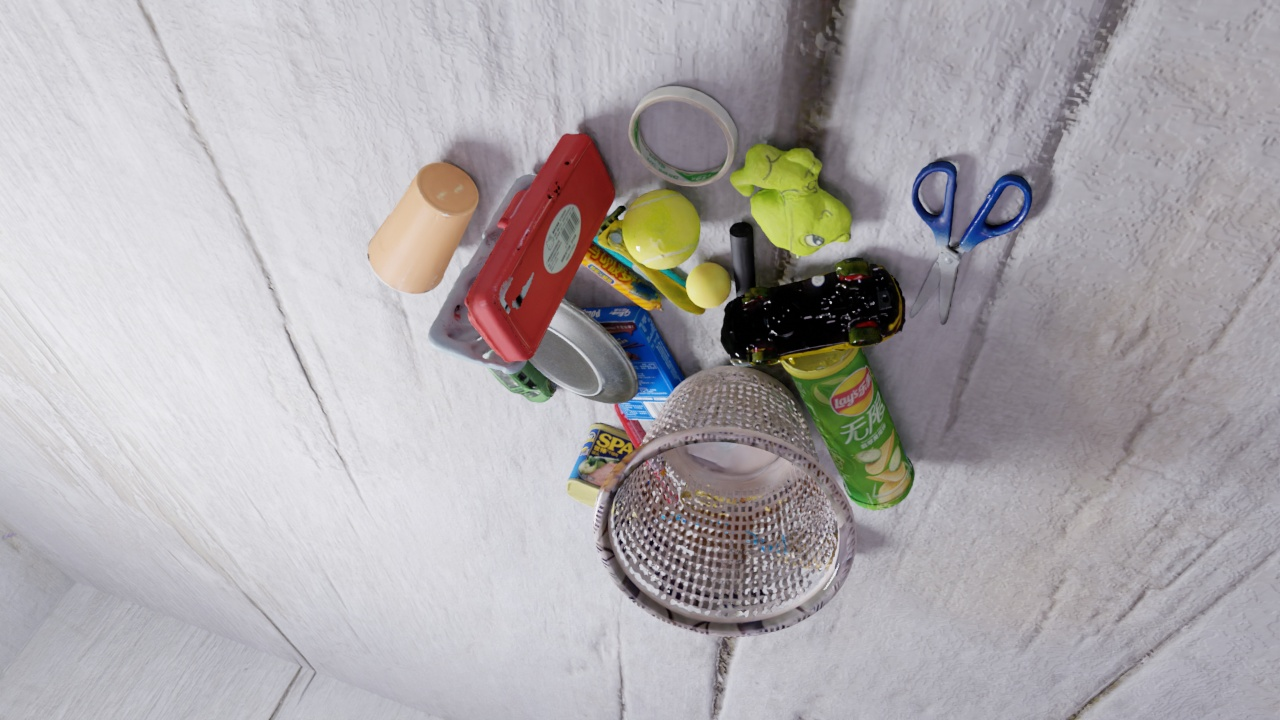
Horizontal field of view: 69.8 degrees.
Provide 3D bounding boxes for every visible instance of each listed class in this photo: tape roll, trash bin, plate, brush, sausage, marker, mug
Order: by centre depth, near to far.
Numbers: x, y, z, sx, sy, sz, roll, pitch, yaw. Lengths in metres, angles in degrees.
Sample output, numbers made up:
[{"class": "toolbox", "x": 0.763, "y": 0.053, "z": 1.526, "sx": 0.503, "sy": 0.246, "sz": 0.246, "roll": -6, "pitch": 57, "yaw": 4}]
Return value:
[{"class": "tape roll", "x": 0.033, "y": -0.172, "z": 0.712, "sx": 0.086, "sy": 0.013, "sz": 0.086, "roll": 15, "pitch": 144, "yaw": 11}, {"class": "marker", "x": 0.093, "y": -0.067, "z": 0.809, "sx": 0.020, "sy": 0.022, "sz": 0.132, "roll": -19, "pitch": 139, "yaw": -5}, {"class": "sausage", "x": -0.043, "y": -0.094, "z": 0.852, "sx": 0.165, "sy": 0.021, "sz": 0.022, "roll": 35, "pitch": 144, "yaw": -16}, {"class": "mug", "x": -0.201, "y": -0.127, "z": 0.862, "sx": 0.078, "sy": 0.078, "sz": 0.123, "roll": 33, "pitch": 139, "yaw": -12}, {"class": "trash bin", "x": 0.082, "y": 0.112, "z": 0.867, "sx": 0.227, "sy": 0.191, "sz": 0.228, "roll": 4, "pitch": 119, "yaw": 7}, {"class": "plate", "x": -0.081, "y": -0.009, "z": 0.947, "sx": 0.179, "sy": 0.024, "sz": 0.180, "roll": 30, "pitch": 155, "yaw": 15}, {"class": "sausage", "x": 0.007, "y": 0.104, "z": 1.050, "sx": 0.020, "sy": 0.020, "sz": 0.156, "roll": -15, "pitch": 109, "yaw": 42}, {"class": "brush", "x": 0.133, "y": 0.205, "z": 1.064, "sx": 0.254, "sy": 0.045, "sz": 0.083, "roll": 17, "pitch": 159, "yaw": -21}]

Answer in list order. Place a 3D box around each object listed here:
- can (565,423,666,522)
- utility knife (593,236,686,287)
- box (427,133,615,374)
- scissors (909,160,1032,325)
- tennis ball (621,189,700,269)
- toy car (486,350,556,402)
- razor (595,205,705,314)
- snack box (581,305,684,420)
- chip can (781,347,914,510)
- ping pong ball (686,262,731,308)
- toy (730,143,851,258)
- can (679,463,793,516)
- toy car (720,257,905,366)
[{"class": "can", "x": -0.029, "y": 0.134, "z": 1.088, "sx": 0.102, "sy": 0.083, "sz": 0.057, "roll": 20, "pitch": 145, "yaw": 6}, {"class": "utility knife", "x": -0.010, "y": -0.095, "z": 0.838, "sx": 0.164, "sy": 0.013, "sz": 0.029, "roll": 35, "pitch": 138, "yaw": -15}, {"class": "box", "x": -0.100, "y": -0.087, "z": 0.738, "sx": 0.099, "sy": 0.200, "sz": 0.095, "roll": 1, "pitch": 140, "yaw": 29}, {"class": "scissors", "x": 0.249, "y": -0.084, "z": 0.705, "sx": 0.141, "sy": 0.012, "sz": 0.171, "roll": -7, "pitch": 136, "yaw": 37}, {"class": "tennis ball", "x": 0.017, "y": -0.108, "z": 0.760, "sx": 0.065, "sy": 0.065, "sz": 0.066, "roll": 16, "pitch": 144, "yaw": 12}, {"class": "toy car", "x": -0.136, "y": 0.018, "z": 1.042, "sx": 0.043, "sy": 0.036, "sz": 0.091, "roll": -16, "pitch": 133, "yaw": 41}, {"class": "razor", "x": 0.013, "y": -0.081, "z": 0.821, "sx": 0.043, "sy": 0.028, "sz": 0.132, "roll": -41, "pitch": 115, "yaw": 18}, {"class": "snack box", "x": -0.006, "y": 0.006, "z": 0.955, "sx": 0.085, "sy": 0.026, "sz": 0.157, "roll": 0, "pitch": 138, "yaw": 32}, {"class": "chip can", "x": 0.199, "y": 0.055, "z": 0.863, "sx": 0.073, "sy": 0.072, "sz": 0.221, "roll": -2, "pitch": 137, "yaw": 32}, {"class": "ping pong ball", "x": 0.060, "y": -0.066, "z": 0.811, "sx": 0.040, "sy": 0.040, "sz": 0.040, "roll": 16, "pitch": 144, "yaw": 12}, {"class": "toy", "x": 0.117, "y": -0.123, "z": 0.713, "sx": 0.097, "sy": 0.031, "sz": 0.100, "roll": 11, "pitch": 139, "yaw": 17}, {"class": "can", "x": 0.110, "y": 0.139, "z": 1.043, "sx": 0.074, "sy": 0.049, "sz": 0.149, "roll": 41, "pitch": 142, "yaw": -23}, {"class": "toy car", "x": 0.141, "y": -0.037, "z": 0.770, "sx": 0.156, "sy": 0.071, "sz": 0.041, "roll": -13, "pitch": 165, "yaw": 26}]
